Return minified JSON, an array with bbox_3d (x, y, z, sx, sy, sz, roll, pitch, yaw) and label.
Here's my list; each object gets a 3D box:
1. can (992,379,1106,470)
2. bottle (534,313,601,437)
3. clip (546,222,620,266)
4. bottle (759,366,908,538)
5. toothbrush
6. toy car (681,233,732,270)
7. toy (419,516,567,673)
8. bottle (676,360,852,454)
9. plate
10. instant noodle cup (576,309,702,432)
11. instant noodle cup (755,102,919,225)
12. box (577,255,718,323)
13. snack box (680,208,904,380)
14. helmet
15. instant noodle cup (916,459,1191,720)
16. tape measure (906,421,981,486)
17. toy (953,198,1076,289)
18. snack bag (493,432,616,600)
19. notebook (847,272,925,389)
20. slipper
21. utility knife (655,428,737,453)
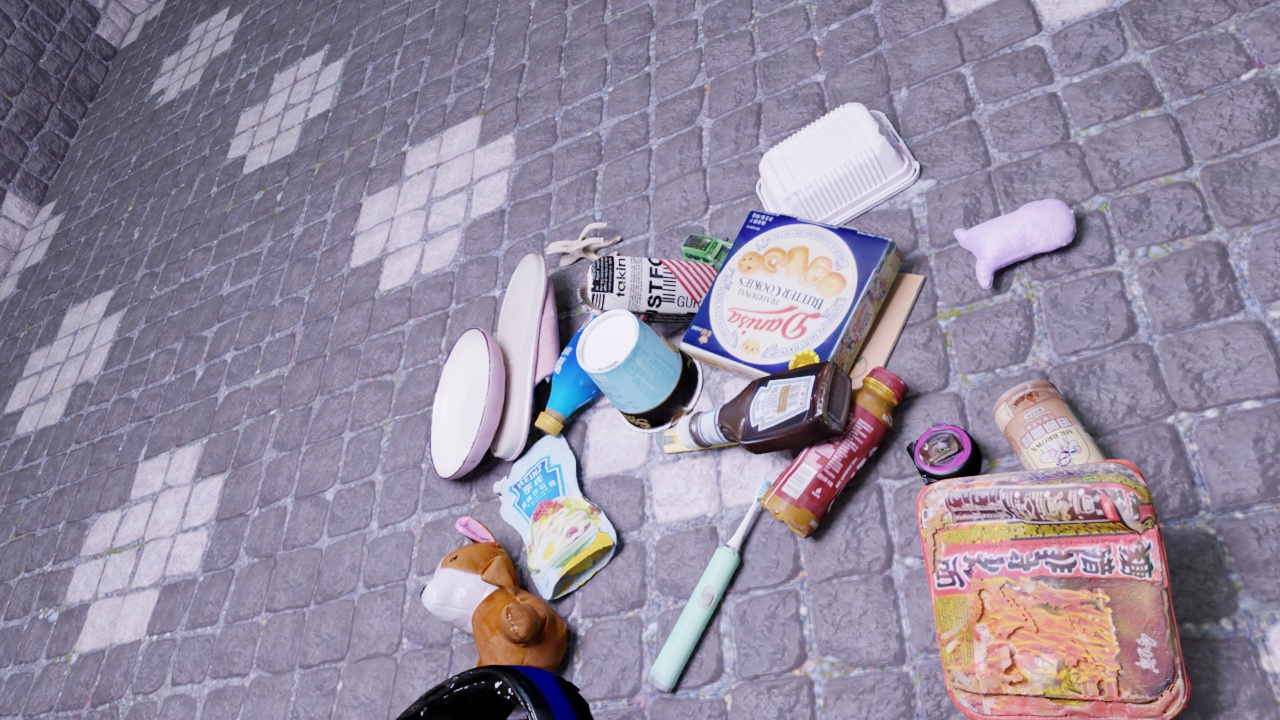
[{"bbox_3d":[0.347,0.075,0.767,0.059,0.058,0.116,-30,48,15],"label":"can"},{"bbox_3d":[-0.056,-0.008,1.095,0.065,0.065,0.218,21,74,41],"label":"bottle"},{"bbox_3d":[-0.081,-0.158,1.214,0.105,0.082,0.034,0,60,22],"label":"clip"},{"bbox_3d":[0.187,0.084,0.871,0.175,0.057,0.057,-51,46,-5],"label":"bottle"},{"bbox_3d":[0.072,0.214,0.886,0.026,0.027,0.224,30,77,3],"label":"toothbrush"},{"bbox_3d":[0.089,-0.126,1.097,0.091,0.036,0.043,21,73,37],"label":"toy car"},{"bbox_3d":[-0.166,0.261,0.963,0.199,0.130,0.140,44,112,51],"label":"toy"},{"bbox_3d":[0.115,0.055,0.901,0.195,0.044,0.079,-19,44,45],"label":"bottle"},{"bbox_3d":[-0.210,0.056,1.140,0.193,0.039,0.192,-33,51,51],"label":"plate"},{"bbox_3d":[-0.006,0.006,1.013,0.111,0.120,0.111,-18,52,24],"label":"instant noodle cup"},{"bbox_3d":[0.216,-0.225,1.059,0.174,0.060,0.137,-29,48,14],"label":"instant noodle cup"},{"bbox_3d":[0.008,-0.074,1.048,0.087,0.162,0.076,165,104,-66],"label":"box"},{"bbox_3d":[0.158,-0.062,0.976,0.178,0.045,0.182,21,80,40],"label":"snack box"},{"bbox_3d":[-0.098,0.393,0.728,0.316,0.240,0.247,-52,44,9],"label":"helmet"},{"bbox_3d":[0.306,0.173,0.689,0.165,0.079,0.188,-10,84,28],"label":"instant noodle cup"},{"bbox_3d":[0.274,0.086,0.823,0.058,0.039,0.057,-28,48,16],"label":"tape measure"},{"bbox_3d":[0.370,-0.120,0.895,0.108,0.039,0.083,-22,51,18],"label":"toy"},{"bbox_3d":[-0.100,0.168,1.029,0.110,0.039,0.191,-46,44,9],"label":"snack bag"},{"bbox_3d":[0.184,-0.046,0.995,0.208,0.008,0.147,16,71,40],"label":"notebook"},{"bbox_3d":[-0.140,-0.006,1.144,0.114,0.054,0.273,-29,51,52],"label":"slipper"},{"bbox_3d":[0.102,0.075,0.971,0.199,0.021,0.030,-9,62,24],"label":"utility knife"}]
